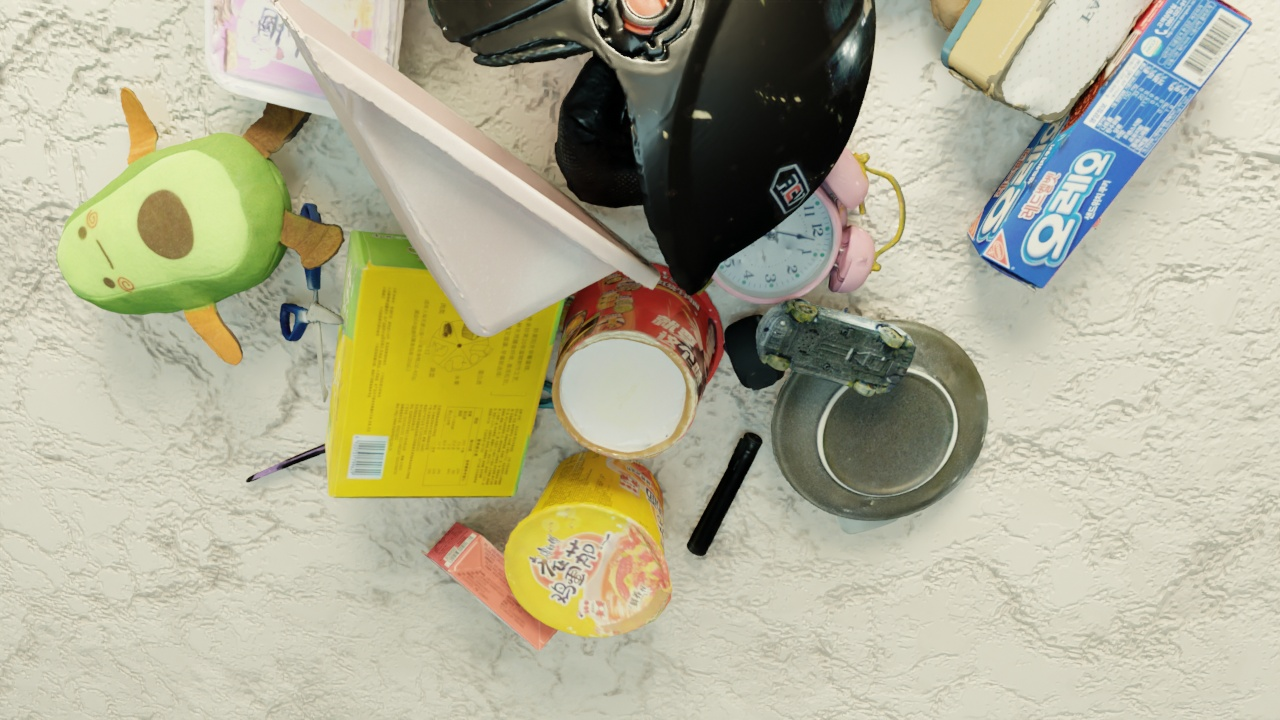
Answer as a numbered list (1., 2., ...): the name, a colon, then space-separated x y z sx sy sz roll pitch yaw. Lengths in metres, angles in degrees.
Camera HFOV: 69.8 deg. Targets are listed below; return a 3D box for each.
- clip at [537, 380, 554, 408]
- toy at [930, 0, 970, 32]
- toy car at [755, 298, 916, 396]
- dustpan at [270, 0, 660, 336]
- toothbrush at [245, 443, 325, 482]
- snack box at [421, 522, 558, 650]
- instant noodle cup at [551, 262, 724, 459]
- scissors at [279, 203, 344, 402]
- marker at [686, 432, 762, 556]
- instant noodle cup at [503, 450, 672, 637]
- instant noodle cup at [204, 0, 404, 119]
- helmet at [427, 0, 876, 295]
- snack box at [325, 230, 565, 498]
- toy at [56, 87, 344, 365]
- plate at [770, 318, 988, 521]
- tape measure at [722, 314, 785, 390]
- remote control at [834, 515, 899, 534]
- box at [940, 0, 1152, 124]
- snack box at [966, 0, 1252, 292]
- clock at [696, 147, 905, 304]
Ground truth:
1. clip: -0.073 0.032 0.793 0.055 0.013 0.038 12 118 4
2. toy: 0.188 -0.311 0.552 0.144 0.082 0.226 -29 114 20
3. toy car: 0.145 -0.012 0.685 0.120 0.036 0.054 14 122 -11
4. dustpan: -0.101 -0.137 0.576 0.138 0.222 0.274 -31 131 -9
5. toothbrush: -0.293 0.083 0.850 0.189 0.014 0.017 -22 124 18
6. snack box: -0.137 0.204 0.849 0.113 0.127 0.044 46 72 -15
7. instant noodle cup: -0.004 0.004 0.716 0.138 0.108 0.138 3 117 6
8. scissors: -0.261 -0.045 0.727 0.012 0.175 0.163 2 165 -35
9. marker: 0.073 0.120 0.812 0.020 0.022 0.132 43 123 34
10. instant noodle cup: -0.039 0.151 0.794 0.138 0.109 0.138 3 116 6
11. instant noodle cup: -0.224 -0.265 0.639 0.138 0.060 0.174 14 119 0
12. helmet: 0.025 -0.184 0.539 0.230 0.233 0.274 -26 73 10
13. snack box: -0.160 0.009 0.730 0.157 0.070 0.210 3 120 -24
14. toy: -0.347 -0.105 0.708 0.247 0.090 0.227 -20 88 15
15. plate: 0.197 0.055 0.742 0.179 0.024 0.179 -1 110 -3
16. tape measure: 0.089 -0.006 0.727 0.039 0.057 0.058 -20 93 15
17. remote control: 0.175 0.087 0.781 0.056 0.020 0.136 -22 110 16
18. box: 0.272 -0.244 0.564 0.089 0.059 0.185 11 120 -35
19. snack box: 0.308 -0.149 0.623 0.057 0.058 0.208 26 117 -6
20. clock: 0.113 -0.100 0.675 0.158 0.059 0.117 -7 116 10
